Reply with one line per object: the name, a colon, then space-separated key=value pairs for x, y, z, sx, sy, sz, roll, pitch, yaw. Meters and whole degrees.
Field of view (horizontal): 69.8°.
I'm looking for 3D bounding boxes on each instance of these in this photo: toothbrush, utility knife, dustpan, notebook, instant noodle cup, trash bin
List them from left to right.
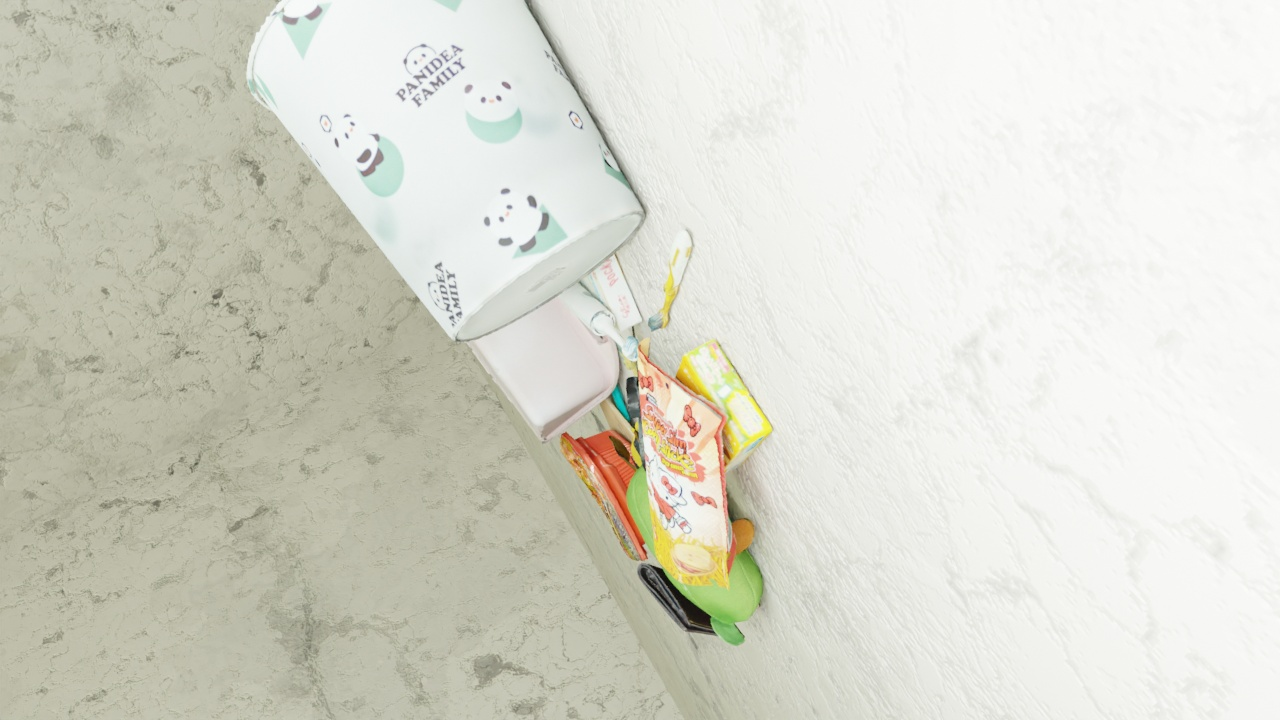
trash bin: x=-0.139 y=-0.167 z=0.730 sx=0.252 sy=0.229 sz=0.230 roll=56 pitch=167 yaw=2
dustpan: x=-0.126 y=-0.016 z=1.166 sx=0.222 sy=0.138 sz=0.273 roll=54 pitch=170 yaw=-5
toothbrush: x=-0.047 y=-0.046 z=0.895 sx=0.221 sy=0.026 sz=0.026 roll=44 pitch=124 yaw=57
utility knife: x=-0.031 y=0.040 z=1.173 sx=0.029 sy=0.013 sz=0.205 roll=49 pitch=163 yaw=56
instant noodle cup: x=-0.032 y=0.166 z=1.219 sx=0.164 sy=0.079 sz=0.189 roll=62 pitch=169 yaw=-14
notebook: x=-0.013 y=0.122 z=1.254 sx=0.148 sy=0.008 sz=0.208 roll=50 pitch=167 yaw=44
utility knife: x=-0.006 y=0.006 z=0.955 sx=0.031 sy=0.018 sz=0.165 roll=67 pitch=-173 yaw=23
toothbrush: x=0.022 y=-0.060 z=0.740 sx=0.016 sy=0.018 sz=0.192 roll=58 pitch=167 yaw=13

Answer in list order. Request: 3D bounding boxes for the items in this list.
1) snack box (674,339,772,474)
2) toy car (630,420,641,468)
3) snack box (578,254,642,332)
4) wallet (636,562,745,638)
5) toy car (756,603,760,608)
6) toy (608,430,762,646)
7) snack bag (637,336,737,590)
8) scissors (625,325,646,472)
snack box: x=0.062 y=0.045 z=0.768 sx=0.087 sy=0.033 sz=0.141 roll=59 pitch=165 yaw=13
toy car: x=0.015 y=0.108 z=1.071 sx=0.071 sy=0.041 sz=0.156 roll=58 pitch=165 yaw=16
snack box: x=-0.049 y=-0.084 z=0.952 sx=0.085 sy=0.026 sz=0.157 roll=67 pitch=167 yaw=-18
wallet: x=0.057 y=0.268 z=1.012 sx=0.122 sy=0.020 sz=0.096 roll=31 pitch=-168 yaw=-48
toy car: x=0.105 y=0.272 z=1.069 sx=0.056 sy=0.037 sz=0.122 roll=58 pitch=166 yaw=12
toy: x=0.050 y=0.174 z=0.962 sx=0.247 sy=0.089 sz=0.227 roll=59 pitch=157 yaw=-5
snack bag: x=0.040 y=0.094 z=0.774 sx=0.128 sy=0.073 sz=0.208 roll=48 pitch=154 yaw=49
scissors: x=-0.002 y=0.028 z=0.876 sx=0.159 sy=0.014 sz=0.174 roll=59 pitch=-160 yaw=-78
